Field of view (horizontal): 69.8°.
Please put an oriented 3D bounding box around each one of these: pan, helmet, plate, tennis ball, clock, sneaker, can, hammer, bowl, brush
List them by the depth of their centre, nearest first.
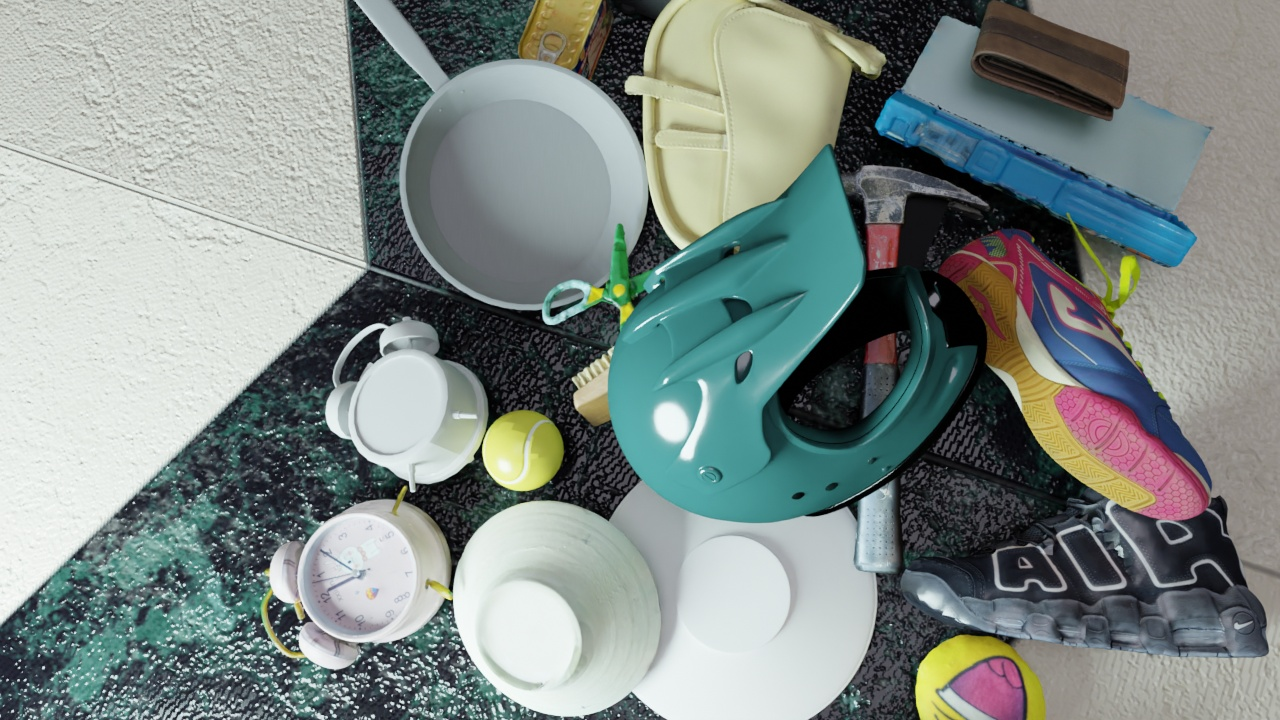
[{"bbox_3d":[0.089,-0.002,0.625,0.200,0.276,0.176,22,44,-28],"label":"helmet"},{"bbox_3d":[0.323,-0.001,0.655,0.091,0.116,0.241,-27,69,-22],"label":"sneaker"},{"bbox_3d":[0.325,0.134,0.680,0.252,0.097,0.150,4,77,6],"label":"sneaker"},{"bbox_3d":[-0.076,0.201,0.705,0.177,0.057,0.177,2,97,15],"label":"bowl"},{"bbox_3d":[0.073,0.184,0.728,0.229,0.030,0.229,-1,82,6],"label":"plate"},{"bbox_3d":[0.202,0.004,0.734,0.140,0.036,0.326,2,82,8],"label":"hammer"},{"bbox_3d":[-0.143,-0.200,0.735,0.200,0.051,0.356,-42,102,-9],"label":"pan"},{"bbox_3d":[-0.095,0.073,0.743,0.065,0.065,0.065,-1,82,6],"label":"tennis ball"},{"bbox_3d":[-0.235,0.181,0.748,0.158,0.059,0.116,-29,80,2],"label":"clock"},{"bbox_3d":[-0.004,0.004,0.752,0.117,0.049,0.039,-38,62,0],"label":"brush"},{"bbox_3d":[-0.195,0.032,0.760,0.159,0.061,0.120,41,91,30],"label":"clock"},{"bbox_3d":[-0.062,-0.281,0.790,0.054,0.059,0.099,20,85,8],"label":"can"}]

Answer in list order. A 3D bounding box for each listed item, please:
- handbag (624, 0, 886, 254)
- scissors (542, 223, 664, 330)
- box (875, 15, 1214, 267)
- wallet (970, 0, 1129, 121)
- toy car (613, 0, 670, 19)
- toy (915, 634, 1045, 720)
[{"bbox_3d":[0.084,-0.178,0.729,0.191,0.088,0.232,11,87,22],"label":"handbag"},{"bbox_3d":[-0.023,-0.053,0.738,0.130,0.011,0.125,-3,71,4],"label":"scissors"},{"bbox_3d":[0.320,-0.171,0.741,0.243,0.070,0.170,28,54,9],"label":"box"},{"bbox_3d":[0.330,-0.244,0.738,0.121,0.027,0.098,23,50,8],"label":"wallet"},{"bbox_3d":[0.015,-0.322,0.797,0.092,0.042,0.036,22,60,9],"label":"toy car"},{"bbox_3d":[0.256,0.256,0.694,0.095,0.041,0.094,32,83,12],"label":"toy"}]
